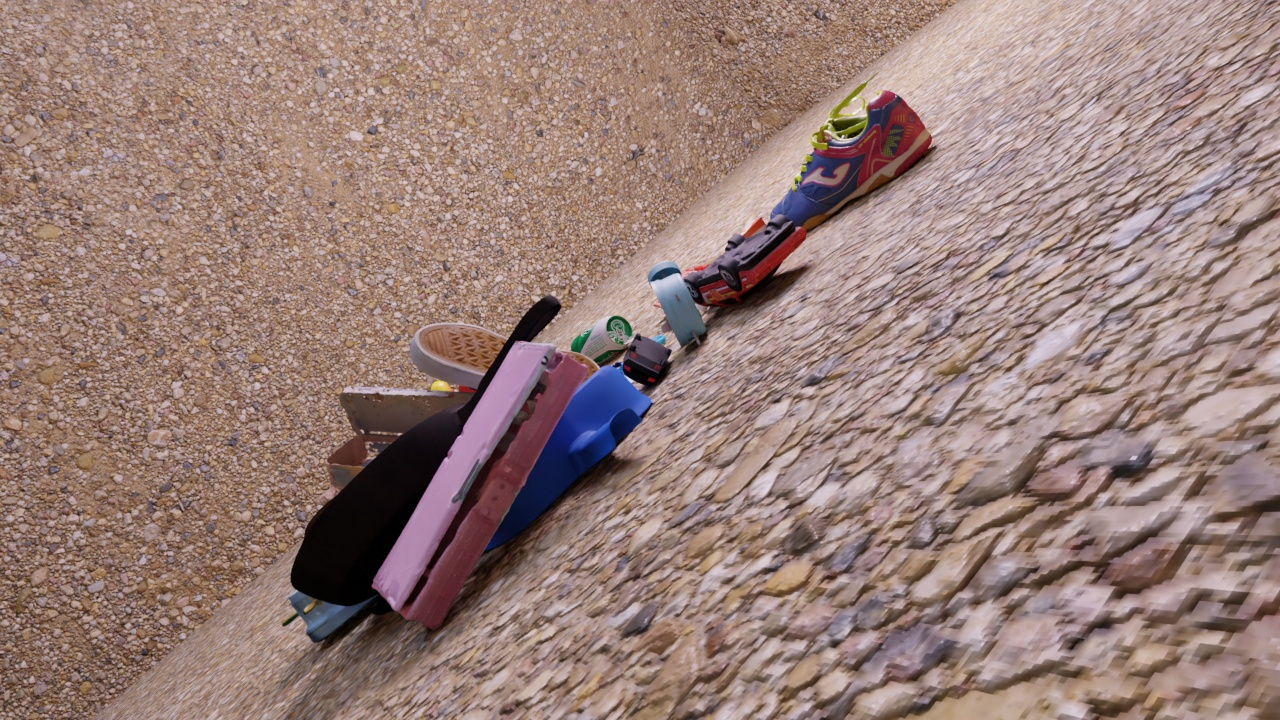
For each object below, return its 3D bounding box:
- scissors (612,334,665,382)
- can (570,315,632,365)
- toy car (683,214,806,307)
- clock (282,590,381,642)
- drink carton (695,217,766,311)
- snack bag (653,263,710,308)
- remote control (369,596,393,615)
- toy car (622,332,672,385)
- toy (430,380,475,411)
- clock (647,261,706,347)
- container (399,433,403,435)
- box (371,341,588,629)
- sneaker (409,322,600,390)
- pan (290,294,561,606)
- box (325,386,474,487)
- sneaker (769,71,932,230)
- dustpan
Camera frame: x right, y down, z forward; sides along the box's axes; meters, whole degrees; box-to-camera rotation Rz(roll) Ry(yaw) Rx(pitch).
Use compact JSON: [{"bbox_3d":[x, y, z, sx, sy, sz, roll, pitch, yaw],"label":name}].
[{"bbox_3d":[-0.021,0.017,1.058,0.104,0.015,0.133,-29,17,38],"label":"scissors"},{"bbox_3d":[-0.056,-0.026,1.297,0.101,0.053,0.053,-30,12,51],"label":"can"},{"bbox_3d":[0.104,-0.095,0.931,0.081,0.056,0.189,-43,6,-13],"label":"toy car"},{"bbox_3d":[-0.300,0.230,0.977,0.118,0.060,0.161,-33,6,47],"label":"clock"},{"bbox_3d":[0.104,-0.112,1.071,0.122,0.039,0.069,-44,-25,-35],"label":"drink carton"},{"bbox_3d":[0.066,-0.097,1.208,0.087,0.044,0.155,-46,13,-9],"label":"snack bag"},{"bbox_3d":[-0.211,0.210,0.848,0.125,0.010,0.039,-32,11,43],"label":"remote control"},{"bbox_3d":[0.004,0.001,0.922,0.036,0.042,0.091,-64,0,16],"label":"toy car"},{"bbox_3d":[-0.236,0.077,1.347,0.217,0.098,0.147,-40,-36,16],"label":"toy"},{"bbox_3d":[0.035,-0.058,0.949,0.042,0.087,0.123,-25,20,4],"label":"clock"},{"bbox_3d":[-0.266,0.147,1.126,0.063,0.114,0.061,-27,27,58],"label":"container"},{"bbox_3d":[-0.132,0.088,0.719,0.098,0.046,0.232,15,71,55],"label":"box"},{"bbox_3d":[-0.158,0.023,1.063,0.079,0.235,0.087,-55,37,33],"label":"sneaker"},{"bbox_3d":[-0.176,0.091,0.839,0.356,0.043,0.248,-51,-11,9],"label":"pan"},{"bbox_3d":[-0.248,0.100,1.028,0.216,0.095,0.107,2,50,18],"label":"box"},{"bbox_3d":[0.211,-0.220,1.015,0.116,0.091,0.242,-47,10,-31],"label":"sneaker"},{"bbox_3d":[-0.065,0.071,0.787,0.245,0.059,0.258,-43,-1,-25],"label":"dustpan"}]
